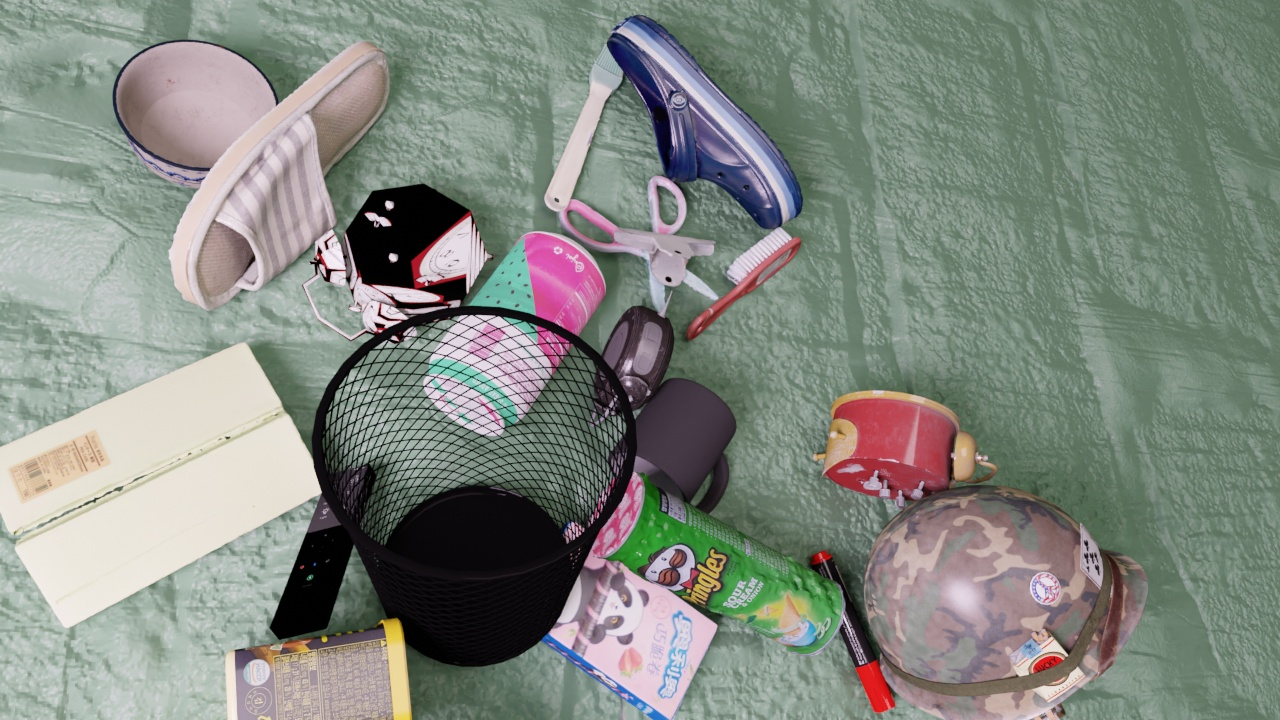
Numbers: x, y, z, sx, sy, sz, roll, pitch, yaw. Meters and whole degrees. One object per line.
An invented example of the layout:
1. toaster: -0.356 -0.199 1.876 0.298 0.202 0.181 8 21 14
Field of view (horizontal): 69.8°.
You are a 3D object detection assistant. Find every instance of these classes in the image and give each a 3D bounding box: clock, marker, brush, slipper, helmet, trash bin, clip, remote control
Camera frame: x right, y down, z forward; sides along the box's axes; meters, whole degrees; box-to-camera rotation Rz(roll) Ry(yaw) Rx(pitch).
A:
1. clock: -0.005 0.005 0.788 0.043 0.091 0.122 23 67 -15
2. clock: -0.199 -0.079 0.748 0.114 0.065 0.154 49 59 0
3. marker: 0.190 0.242 0.826 0.023 0.021 0.145 -9 73 -53
4. brush: -0.053 -0.229 0.897 0.033 0.012 0.217 24 60 -13
5. brush: 0.095 -0.078 0.899 0.030 0.041 0.172 42 61 16
6. slipper: 0.051 -0.220 0.902 0.095 0.105 0.253 -43 97 -5
7. helmet: 0.309 0.218 0.776 0.224 0.192 0.236 -14 106 11
8. slipper: -0.267 -0.151 0.725 0.054 0.115 0.271 20 59 7
9. trash bin: -0.109 0.101 0.614 0.184 0.211 0.183 5 54 -7
10. clip: 0.026 -0.096 0.849 0.101 0.041 0.054 5 41 -17
11. remote control: -0.217 0.127 0.637 0.034 0.013 0.149 -15 33 8
12. clock: 0.245 0.093 0.847 0.159 0.117 0.081 13 68 3

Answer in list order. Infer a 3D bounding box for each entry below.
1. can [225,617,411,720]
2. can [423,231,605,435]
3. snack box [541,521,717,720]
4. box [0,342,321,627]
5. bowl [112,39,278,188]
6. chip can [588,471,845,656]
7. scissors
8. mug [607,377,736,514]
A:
1. can: -0.210 0.215 0.594 0.101 0.131 0.072 -3 72 -22
2. can: -0.101 -0.025 0.757 0.088 0.088 0.165 36 60 -8
3. snack box: -0.021 0.209 0.736 0.154 0.033 0.087 38 60 -7
4. box: -0.333 0.078 0.635 0.187 0.048 0.140 -27 80 -24
5. bowl: -0.348 -0.186 0.725 0.115 0.059 0.115 8 68 -21
6. chip can: 0.066 0.169 0.747 0.223 0.076 0.075 32 60 -23
7. scissors: 0.012 -0.118 0.873 0.170 0.014 0.167 33 54 5
8. mug: 0.037 0.084 0.792 0.087 0.078 0.113 -53 123 -30
